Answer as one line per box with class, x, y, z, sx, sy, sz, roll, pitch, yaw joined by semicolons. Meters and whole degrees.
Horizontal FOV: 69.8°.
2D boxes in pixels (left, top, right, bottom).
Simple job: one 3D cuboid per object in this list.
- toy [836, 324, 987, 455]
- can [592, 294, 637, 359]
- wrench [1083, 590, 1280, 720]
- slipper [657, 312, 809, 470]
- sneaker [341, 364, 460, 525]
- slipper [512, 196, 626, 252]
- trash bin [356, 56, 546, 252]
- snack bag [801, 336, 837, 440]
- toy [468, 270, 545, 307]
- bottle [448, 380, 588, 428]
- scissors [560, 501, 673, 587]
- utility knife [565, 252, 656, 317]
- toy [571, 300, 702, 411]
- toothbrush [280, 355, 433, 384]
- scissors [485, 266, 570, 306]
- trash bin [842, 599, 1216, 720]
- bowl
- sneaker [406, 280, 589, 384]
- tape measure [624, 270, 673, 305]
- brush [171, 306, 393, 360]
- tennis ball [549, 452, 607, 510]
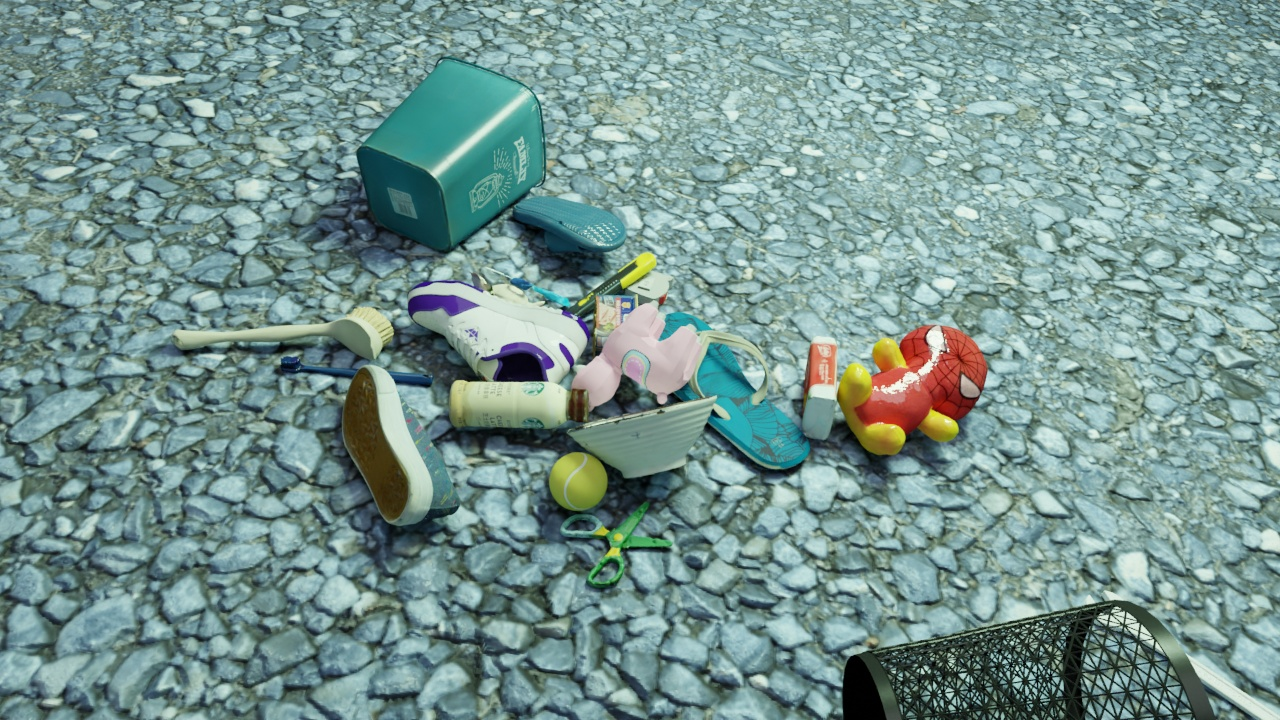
toy;0.348;0.033;1.158;0.215;0.099;0.147;-23;87;-26
can;-0.034;-0.044;1.222;0.059;0.054;0.099;2;44;-5
wrench;0.596;0.333;0.958;0.273;0.009;0.047;36;51;25
slipper;0.104;0.024;1.170;0.118;0.060;0.295;-24;53;-24
sneaker;-0.273;0.098;1.043;0.079;0.088;0.235;17;27;-43
slipper;-0.105;-0.198;1.367;0.103;0.059;0.214;-27;40;-36
trash bin;-0.281;-0.296;1.356;0.199;0.197;0.218;23;53;18
snack bag;0.227;0.034;1.161;0.036;0.077;0.115;7;44;7
toy;-0.184;-0.082;1.225;0.112;0.050;0.087;14;1;-34
bottle;-0.143;0.053;1.094;0.162;0.057;0.056;1;44;2
scissors;-0.031;0.195;1.010;0.128;0.011;0.125;27;49;18
utility knife;-0.046;-0.099;1.285;0.173;0.020;0.029;-38;42;-22
toy;-0.006;0.007;1.132;0.123;0.067;0.157;36;84;23
toothbrush;-0.354;0.013;1.145;0.190;0.017;0.016;6;45;-2
scissors;-0.152;-0.102;1.248;0.127;0.014;0.133;25;5;-8
trash bin;0.317;0.329;0.795;0.243;0.217;0.216;-4;45;-3
bowl;0.009;0.093;1.055;0.177;0.177;0.071;-13;88;-20
sneaker;-0.194;-0.020;1.161;0.244;0.092;0.110;13;58;11
tape measure;0.011;-0.106;1.314;0.060;0.020;0.062;17;45;9
brush;-0.449;-0.031;1.157;0.272;0.062;0.077;-1;29;-3
tennis ball;-0.069;0.135;1.026;0.065;0.065;0.065;4;45;-4
